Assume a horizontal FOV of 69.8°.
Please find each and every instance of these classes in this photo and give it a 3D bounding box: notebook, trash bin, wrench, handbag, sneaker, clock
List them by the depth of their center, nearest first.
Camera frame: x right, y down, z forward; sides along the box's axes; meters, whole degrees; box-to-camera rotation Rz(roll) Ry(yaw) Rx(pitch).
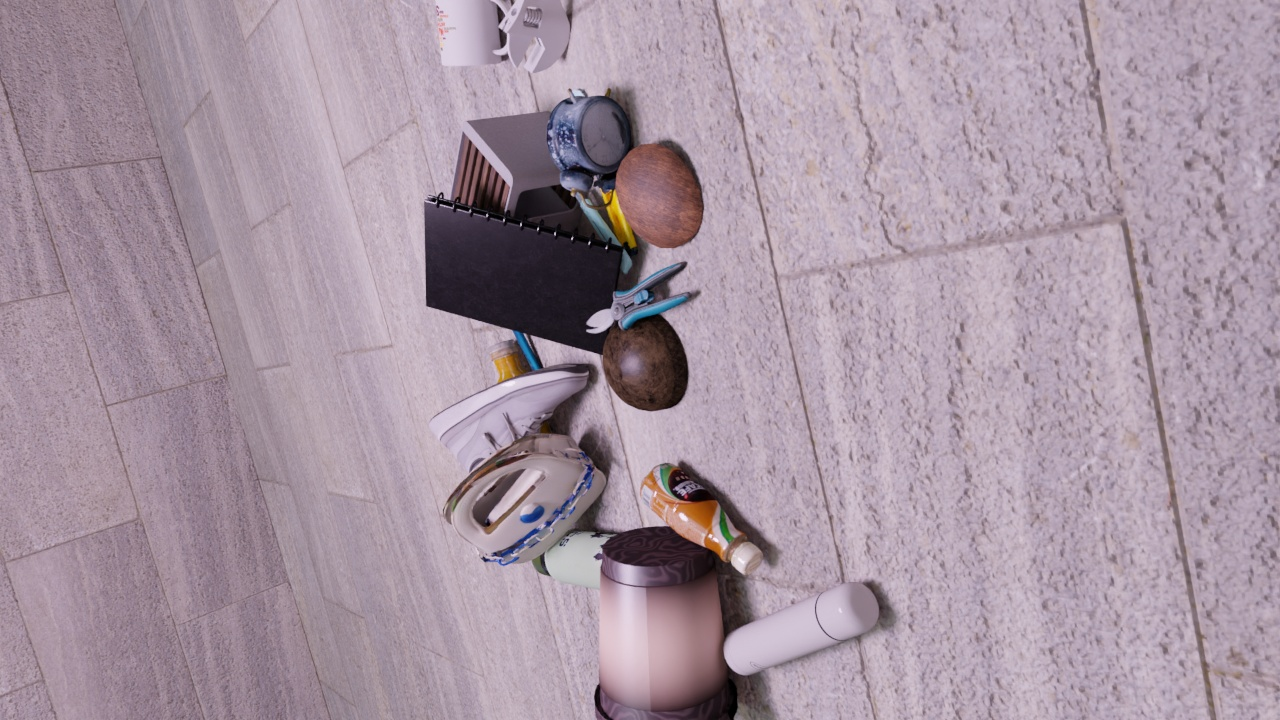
[{"bbox_3d":[-0.086,-0.441,0.979,0.018,0.086,0.274,45,126,32],"label":"wrench"},{"bbox_3d":[-0.054,-0.230,1.001,0.052,0.090,0.129,9,109,45],"label":"clock"},{"bbox_3d":[-0.142,-0.100,1.079,0.231,0.019,0.169,16,134,4],"label":"notebook"},{"bbox_3d":[-0.160,-0.177,1.140,0.114,0.114,0.229,50,139,27],"label":"trash bin"},{"bbox_3d":[-0.152,0.181,1.198,0.201,0.199,0.093,-49,57,11],"label":"handbag"},{"bbox_3d":[-0.166,0.089,1.235,0.264,0.096,0.128,-27,88,29],"label":"sneaker"}]

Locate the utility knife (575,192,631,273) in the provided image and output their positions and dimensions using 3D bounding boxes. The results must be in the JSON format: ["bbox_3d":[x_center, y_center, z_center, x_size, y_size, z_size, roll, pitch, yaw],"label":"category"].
[{"bbox_3d":[-0.043,-0.152,1.062,0.119,0.015,0.022,57,148,19],"label":"utility knife"}]

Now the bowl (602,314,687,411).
[{"bbox_3d":[-0.006,0.006,1.070,0.121,0.056,0.121,26,125,45],"label":"bowl"}]

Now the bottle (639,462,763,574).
[{"bbox_3d":[0.070,0.182,1.044,0.167,0.059,0.059,37,132,38],"label":"bottle"}]

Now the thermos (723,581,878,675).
[{"bbox_3d":[0.166,0.285,0.970,0.052,0.052,0.225,61,143,14],"label":"thermos"}]

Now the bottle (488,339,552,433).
[{"bbox_3d":[-0.169,0.063,1.313,0.053,0.053,0.186,-22,88,54],"label":"bottle"}]

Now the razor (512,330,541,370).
[{"bbox_3d":[-0.174,-0.038,1.293,0.144,0.022,0.042,58,151,0],"label":"razor"}]

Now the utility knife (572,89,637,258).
[{"bbox_3d":[-0.042,-0.215,1.058,0.031,0.018,0.206,-18,88,45],"label":"utility knife"}]

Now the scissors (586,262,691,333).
[{"bbox_3d":[-0.003,-0.069,1.028,0.132,0.019,0.148,31,105,36],"label":"scissors"}]

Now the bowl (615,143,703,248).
[{"bbox_3d":[0.012,-0.170,0.968,0.102,0.026,0.114,-31,91,42],"label":"bowl"}]

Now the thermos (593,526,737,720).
[{"bbox_3d":[0.025,0.326,1.089,0.173,0.172,0.226,9,106,51],"label":"thermos"}]

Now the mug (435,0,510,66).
[{"bbox_3d":[-0.201,-0.414,1.135,0.105,0.073,0.090,8,114,24],"label":"mug"}]

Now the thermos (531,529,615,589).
[{"bbox_3d":[-0.067,0.275,1.257,0.232,0.082,0.082,-10,97,54],"label":"thermos"}]
